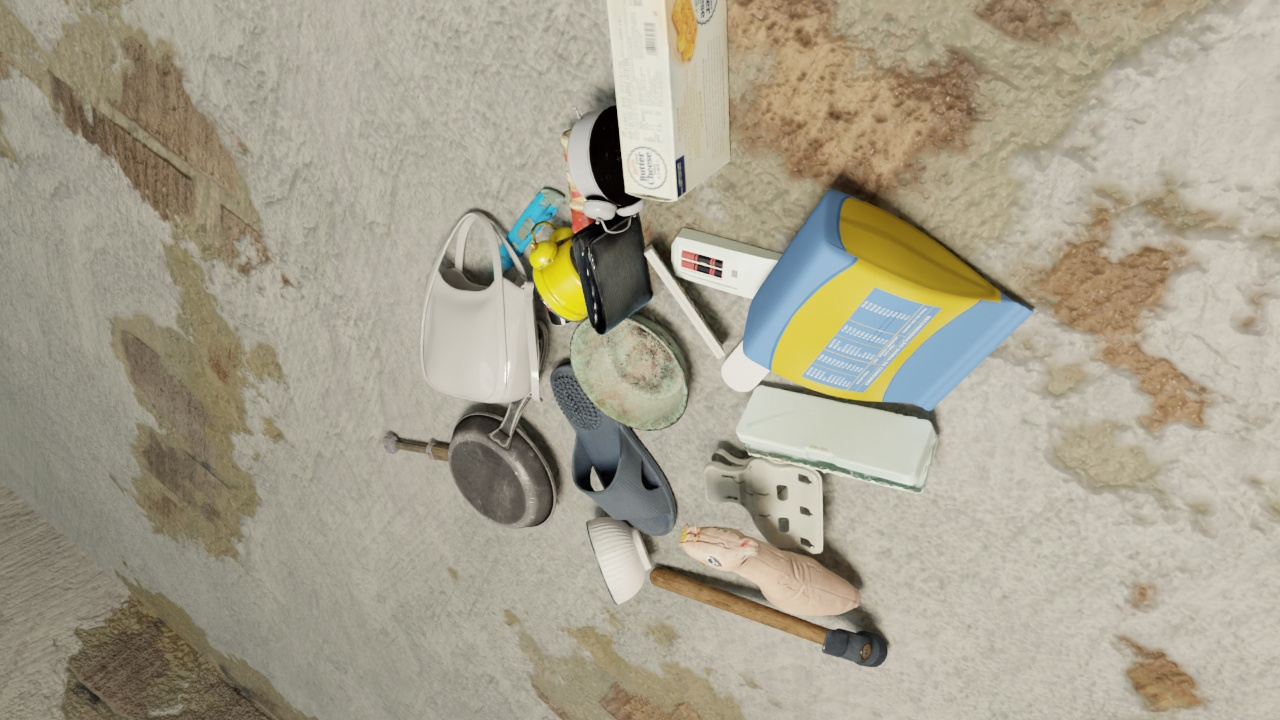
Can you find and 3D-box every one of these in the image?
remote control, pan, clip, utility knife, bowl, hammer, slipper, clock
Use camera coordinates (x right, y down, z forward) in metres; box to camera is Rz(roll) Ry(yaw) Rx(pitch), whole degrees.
[{"bbox_3d":[0.128,-0.013,0.966,0.043,0.013,0.137,40,136,4],"label":"remote control"},{"bbox_3d":[-0.175,0.094,1.222,0.187,0.055,0.358,32,132,18],"label":"pan"},{"bbox_3d":[0.149,0.140,1.042,0.152,0.096,0.126,22,131,38],"label":"clip"},{"bbox_3d":[0.094,-0.092,0.924,0.143,0.024,0.050,19,130,24],"label":"remote control"},{"bbox_3d":[-0.138,-0.143,1.063,0.031,0.015,0.179,49,137,3],"label":"utility knife"},{"bbox_3d":[-0.024,0.259,1.226,0.062,0.118,0.118,-21,114,-2],"label":"bowl"},{"bbox_3d":[0.138,0.314,1.156,0.322,0.040,0.129,9,168,41],"label":"hammer"},{"bbox_3d":[-0.006,0.006,1.059,0.157,0.038,0.158,19,130,24],"label":"bowl"},{"bbox_3d":[-0.269,0.137,1.354,0.317,0.028,0.147,5,122,33],"label":"hammer"},{"bbox_3d":[-0.050,0.128,1.151,0.101,0.082,0.263,-12,113,43],"label":"slipper"},{"bbox_3d":[-0.081,-0.099,1.003,0.057,0.083,0.119,-33,99,33],"label":"clock"},{"bbox_3d":[0.047,-0.063,0.965,0.011,0.050,0.136,-34,100,8],"label":"remote control"},{"bbox_3d":[-0.029,-0.185,0.891,0.035,0.094,0.123,5,107,38],"label":"clock"}]

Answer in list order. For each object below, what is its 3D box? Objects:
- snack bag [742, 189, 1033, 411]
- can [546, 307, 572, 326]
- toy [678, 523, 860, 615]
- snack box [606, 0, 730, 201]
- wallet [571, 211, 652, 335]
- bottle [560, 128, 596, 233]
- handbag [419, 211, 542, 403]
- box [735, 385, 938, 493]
[{"bbox_3d":[0.219,-0.038,0.833,0.205,0.102,0.159,24,136,-7],"label":"snack bag"},{"bbox_3d":[-0.099,-0.082,1.066,0.032,0.031,0.080,5,123,33],"label":"can"},{"bbox_3d":[0.127,0.237,1.032,0.264,0.065,0.197,25,155,-31],"label":"toy"},{"bbox_3d":[0.028,-0.255,0.797,0.057,0.104,0.208,17,130,29],"label":"snack box"},{"bbox_3d":[-0.025,-0.095,0.963,0.026,0.089,0.115,13,129,35],"label":"wallet"},{"bbox_3d":[-0.057,-0.185,0.952,0.044,0.044,0.109,13,126,28],"label":"bottle"},{"bbox_3d":[-0.182,-0.065,1.098,0.216,0.095,0.223,11,104,40],"label":"handbag"},{"bbox_3d":[0.198,0.075,0.938,0.199,0.066,0.083,10,86,34],"label":"box"}]
